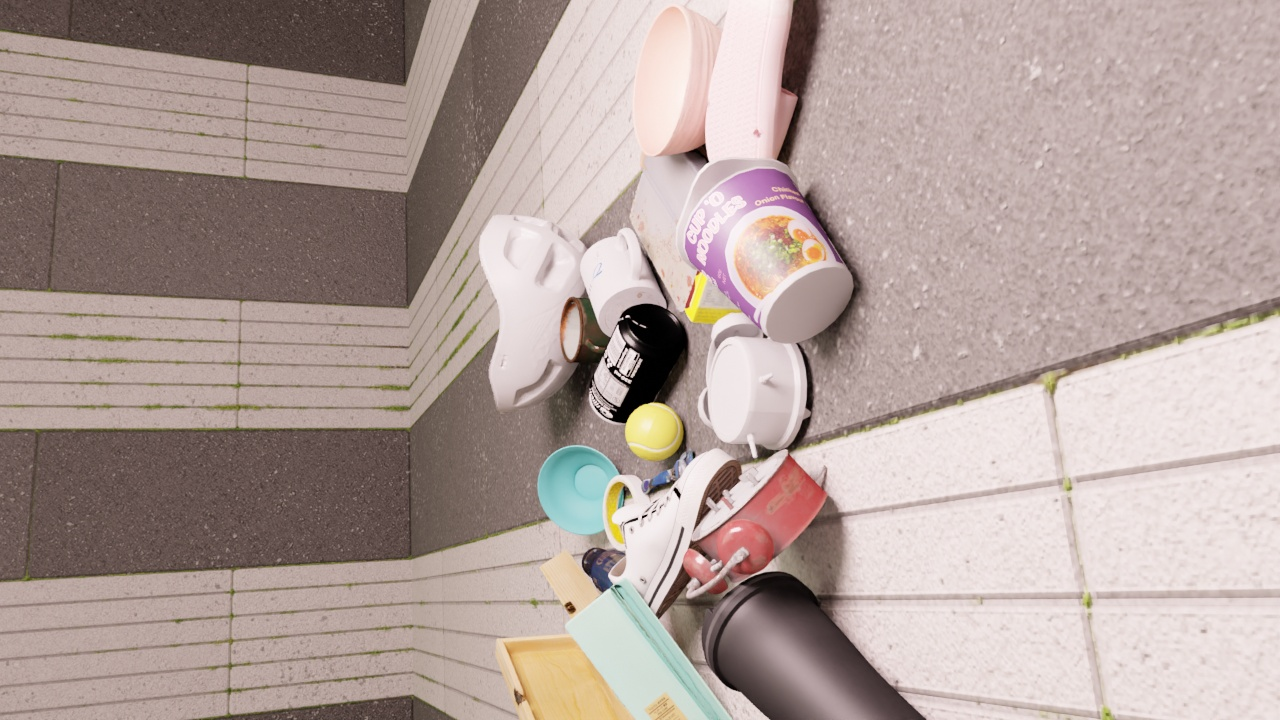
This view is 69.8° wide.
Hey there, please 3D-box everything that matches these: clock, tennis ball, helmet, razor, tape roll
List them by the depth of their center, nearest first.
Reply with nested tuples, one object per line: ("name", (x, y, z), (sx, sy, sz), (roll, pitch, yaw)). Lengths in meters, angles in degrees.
("clock", (0.083, 0.134, 0.753), (0.062, 0.156, 0.110), (47, 137, 2))
("clock", (0.100, 0.021, 0.852), (0.159, 0.061, 0.120), (-128, 44, -64))
("tennis ball", (0.016, 0.080, 1.032), (0.065, 0.065, 0.065), (-179, 90, -68))
("razor", (0.028, 0.137, 1.060), (0.141, 0.018, 0.043), (142, 126, -61))
("tape roll", (-0.018, 0.191, 1.151), (0.094, 0.019, 0.094), (-9, 80, 60))
("helmet", (-0.161, -0.058, 1.299), (0.224, 0.184, 0.283), (-81, 9, -75))

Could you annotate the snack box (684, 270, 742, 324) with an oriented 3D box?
("snack box", (0.092, -0.101, 0.866), (0.025, 0.061, 0.149), (-114, 34, -48))

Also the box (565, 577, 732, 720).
("box", (0.005, 0.320, 0.922), (0.188, 0.079, 0.078), (52, 145, 8))

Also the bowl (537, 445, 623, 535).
("bowl", (-0.073, 0.169, 1.233), (0.046, 0.121, 0.121), (-22, -61, -71))

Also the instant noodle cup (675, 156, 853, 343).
("instant noodle cup", (0.107, -0.087, 0.764), (0.137, 0.122, 0.121), (47, -171, -52))

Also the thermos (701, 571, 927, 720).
("thermos", (0.141, 0.253, 0.688), (0.219, 0.105, 0.106), (35, 121, 58))

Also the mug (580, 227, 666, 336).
("mug", (-0.019, -0.101, 1.097), (0.096, 0.083, 0.120), (-111, 24, -43))

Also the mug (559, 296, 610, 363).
("mug", (-0.048, -0.033, 1.171), (0.111, 0.081, 0.085), (-131, 47, -58))

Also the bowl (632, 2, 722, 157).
("bowl", (0.053, -0.284, 0.952), (0.153, 0.076, 0.153), (-178, 90, -68))

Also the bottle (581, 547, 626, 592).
("bottle", (-0.030, 0.266, 1.143), (0.161, 0.056, 0.056), (-179, 91, -68))

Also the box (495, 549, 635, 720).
("box", (-0.067, 0.366, 1.106), (0.184, 0.141, 0.248), (-53, 24, -2))

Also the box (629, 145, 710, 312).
("box", (0.040, -0.168, 1.031), (0.216, 0.043, 0.151), (-115, 29, -46))

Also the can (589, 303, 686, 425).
("can", (-0.006, 0.006, 1.070), (0.146, 0.080, 0.080), (117, 146, -46))

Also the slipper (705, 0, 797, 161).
("slipper", (0.107, -0.248, 0.844), (0.106, 0.055, 0.222), (-127, 33, -47))

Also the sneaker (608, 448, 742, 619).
("sneaker", (0.022, 0.166, 0.935), (0.097, 0.091, 0.246), (37, 138, 18))
